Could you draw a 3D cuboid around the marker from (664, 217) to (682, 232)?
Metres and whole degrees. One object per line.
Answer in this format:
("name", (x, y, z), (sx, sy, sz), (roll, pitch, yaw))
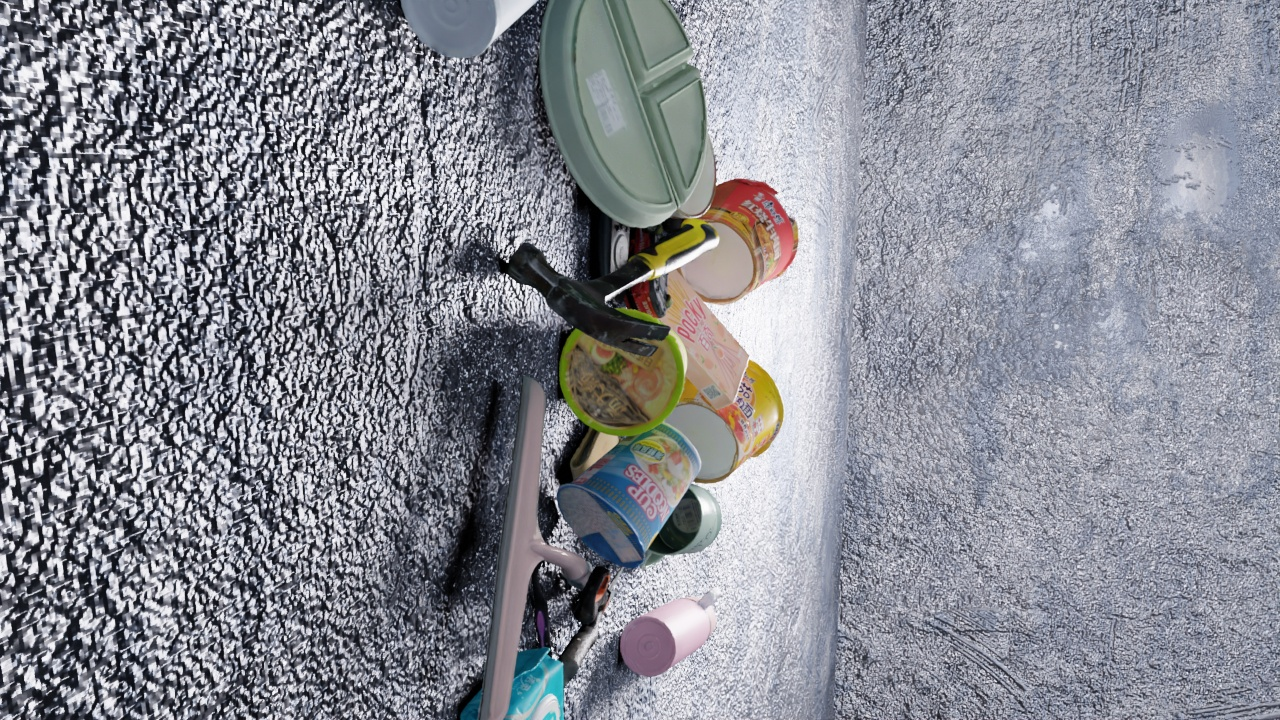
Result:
("marker", (0.045, -0.212, 1.060), (0.022, 0.020, 0.132), (24, 71, -54))

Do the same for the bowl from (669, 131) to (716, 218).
("bowl", (0.022, -0.195, 0.916), (0.113, 0.062, 0.113), (10, 78, -55))

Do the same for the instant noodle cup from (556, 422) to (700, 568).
("instant noodle cup", (-0.005, 0.113, 0.826), (0.109, 0.099, 0.099), (-45, 140, -32))

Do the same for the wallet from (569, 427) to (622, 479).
("wallet", (-0.037, 0.113, 0.895), (0.087, 0.024, 0.115), (-59, 147, -42))

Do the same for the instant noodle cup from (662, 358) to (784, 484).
("instant noodle cup", (0.087, 0.073, 1.081), (0.109, 0.138, 0.138), (-42, 133, -52))

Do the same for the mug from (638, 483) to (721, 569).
("mug", (0.037, 0.191, 1.047), (0.112, 0.082, 0.106), (-54, 160, 2))

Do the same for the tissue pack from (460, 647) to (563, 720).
("tissue pack", (-0.096, 0.302, 0.722), (0.093, 0.050, 0.133), (-35, 126, -65))

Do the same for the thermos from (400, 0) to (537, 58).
("thermos", (-0.084, -0.277, 0.620), (0.219, 0.070, 0.070), (-66, 152, -46))

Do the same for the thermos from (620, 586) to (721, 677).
("thermos", (0.046, 0.314, 1.086), (0.087, 0.067, 0.198), (-50, 160, 9))

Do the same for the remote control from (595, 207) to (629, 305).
("remote control", (-0.027, -0.121, 0.869), (0.053, 0.024, 0.136), (-19, 113, -71))

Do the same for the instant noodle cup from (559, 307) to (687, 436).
("instant noodle cup", (-0.005, 0.005, 0.851), (0.123, 0.112, 0.112), (-25, 118, -77))

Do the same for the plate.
("plate", (-0.004, -0.233, 0.807), (0.229, 0.028, 0.230), (8, 80, -53))

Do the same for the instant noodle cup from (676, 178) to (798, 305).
("instant noodle cup", (0.106, -0.135, 1.098), (0.108, 0.138, 0.138), (-44, 135, -50))

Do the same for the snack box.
("snack box", (0.056, -0.028, 1.003), (0.157, 0.026, 0.084), (48, 40, -20))

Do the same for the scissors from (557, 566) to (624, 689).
("scissors", (-0.034, 0.222, 0.858), (0.228, 0.022, 0.190), (-56, 165, -54))

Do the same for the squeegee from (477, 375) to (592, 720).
("squeegee", (-0.063, 0.168, 0.758), (0.250, 0.040, 0.247), (67, 25, -69))

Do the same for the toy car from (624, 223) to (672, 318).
("toy car", (0.007, -0.094, 0.935), (0.120, 0.045, 0.053), (-83, 158, -44))

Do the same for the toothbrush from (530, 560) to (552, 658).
("toothbrush", (-0.084, 0.231, 0.799), (0.017, 0.014, 0.189), (-49, 140, -61))

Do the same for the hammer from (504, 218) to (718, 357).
("hammer", (0.009, -0.083, 0.819), (0.032, 0.126, 0.322), (-56, 172, 27))
